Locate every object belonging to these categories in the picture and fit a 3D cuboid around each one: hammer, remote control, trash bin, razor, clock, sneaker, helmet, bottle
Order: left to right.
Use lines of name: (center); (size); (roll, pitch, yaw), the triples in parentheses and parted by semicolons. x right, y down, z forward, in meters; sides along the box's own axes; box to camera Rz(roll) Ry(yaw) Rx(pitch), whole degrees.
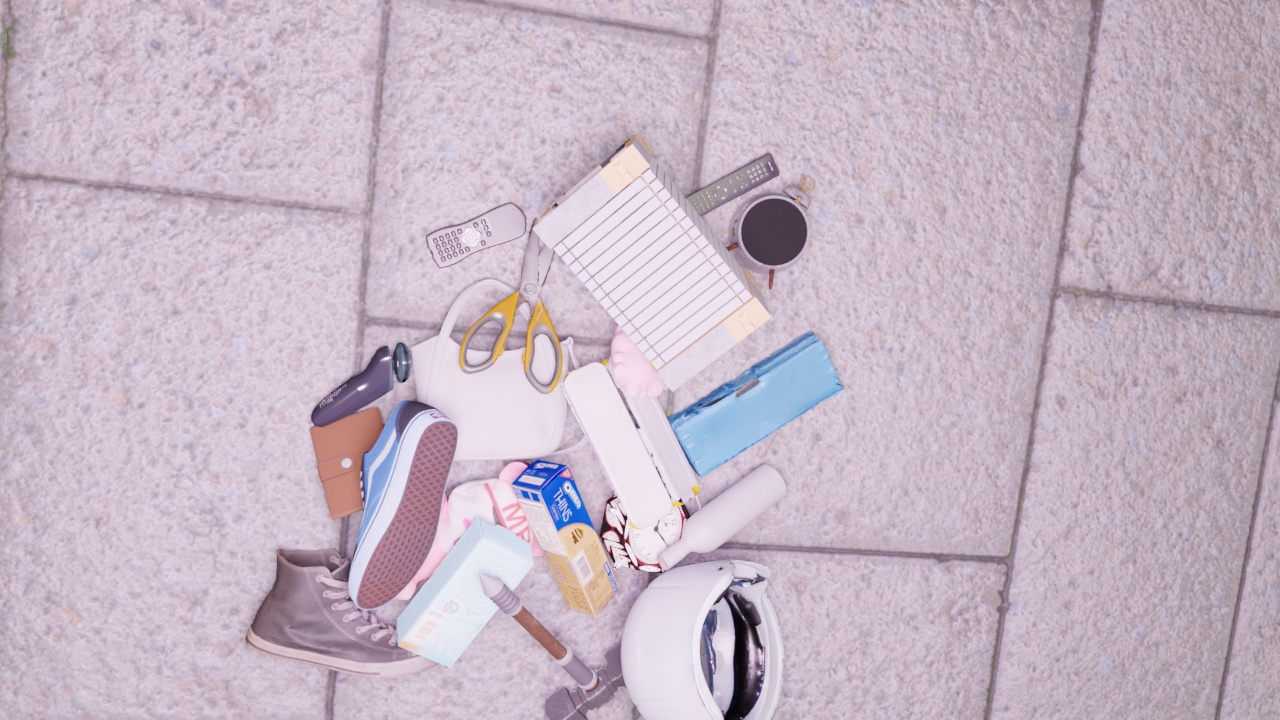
sneaker: (-0.343, 0.306, 1.115); (0.234, 0.095, 0.120); (16, 93, -6)
razor: (-0.336, 0.032, 1.105); (0.143, 0.047, 0.052); (-34, 126, -3)
sneaker: (-0.285, 0.159, 1.052); (0.083, 0.098, 0.241); (14, 99, -49)
remote control: (-0.199, -0.154, 1.124); (0.124, 0.009, 0.046); (-23, 101, -8)
hammer: (-0.112, 0.341, 1.114); (0.156, 0.043, 0.322); (-36, 130, -5)
clock: (0.017, 0.207, 1.185); (0.154, 0.065, 0.115); (-12, 99, -39)
trash bin: (0.016, -0.119, 1.083); (0.143, 0.142, 0.247); (-38, 104, 13)
helmet: (0.073, 0.369, 1.150); (0.164, 0.264, 0.236); (-6, 69, 29)
bottle: (0.101, 0.204, 1.172); (0.194, 0.053, 0.052); (-31, 103, -28)
remote control: (0.112, -0.221, 1.175); (0.136, 0.015, 0.032); (-28, 101, -4)
clock: (0.175, -0.174, 1.172); (0.104, 0.056, 0.148); (36, 94, -4)

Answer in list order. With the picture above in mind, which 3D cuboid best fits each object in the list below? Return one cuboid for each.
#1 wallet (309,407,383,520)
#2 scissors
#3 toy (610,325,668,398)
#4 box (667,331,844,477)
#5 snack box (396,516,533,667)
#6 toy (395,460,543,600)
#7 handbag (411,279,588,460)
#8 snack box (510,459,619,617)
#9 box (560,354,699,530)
wallet: (-0.342, 0.121, 1.098); (0.087, 0.013, 0.121); (-18, 68, -8)
scissors: (-0.127, -0.064, 1.111); (0.162, 0.016, 0.225); (28, 71, -5)
toy: (-0.007, 0.007, 1.116); (0.050, 0.093, 0.102); (-32, 99, 27)
box: (0.153, 0.059, 1.201); (0.231, 0.048, 0.093); (-30, 103, -6)
snack box: (-0.207, 0.273, 1.078); (0.075, 0.053, 0.175); (34, 101, -26)
toy: (-0.220, 0.207, 1.127); (0.213, 0.084, 0.142); (-17, 101, -7)
handbag: (-0.170, 0.011, 1.131); (0.215, 0.096, 0.222); (-1, 85, -13)
snack box: (-0.090, 0.218, 1.130); (0.057, 0.056, 0.207); (-42, 125, -38)
box: (-0.009, 0.093, 1.131); (0.129, 0.039, 0.209); (-23, 86, -42)
